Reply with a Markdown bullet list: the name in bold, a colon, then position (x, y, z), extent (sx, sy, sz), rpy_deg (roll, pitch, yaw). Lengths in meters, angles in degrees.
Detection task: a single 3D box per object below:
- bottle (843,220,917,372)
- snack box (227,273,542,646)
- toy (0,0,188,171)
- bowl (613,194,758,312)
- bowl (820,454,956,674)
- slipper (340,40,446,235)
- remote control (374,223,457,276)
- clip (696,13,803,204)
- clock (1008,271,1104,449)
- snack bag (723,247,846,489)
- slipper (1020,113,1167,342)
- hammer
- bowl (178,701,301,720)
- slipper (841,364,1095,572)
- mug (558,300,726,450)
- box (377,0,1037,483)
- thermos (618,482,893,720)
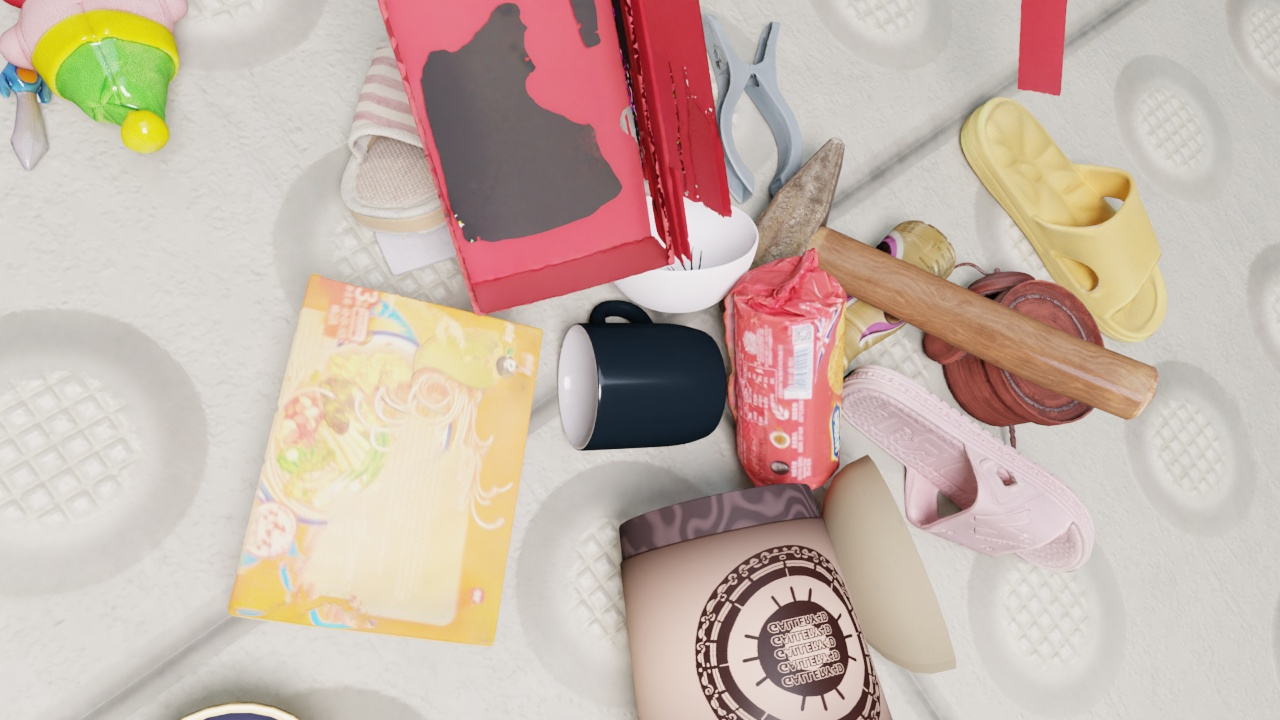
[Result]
- **bottle**: position (0.179, -0.039, 0.726), extent (0.059, 0.060, 0.165), rpy_deg (46, 74, -5)
- **snack box**: position (-0.152, 0.064, 0.556), extent (0.145, 0.081, 0.195), rpy_deg (13, 71, -18)
- **toy**: position (-0.328, -0.182, 0.549), extent (0.124, 0.097, 0.131), rpy_deg (-22, 105, -18)
- **bowl**: position (0.025, -0.072, 0.660), extent (0.114, 0.051, 0.114), rpy_deg (0, 37, 0)
- **bowl**: position (0.162, 0.145, 0.637), extent (0.050, 0.152, 0.152), rpy_deg (-21, 84, 6)
- **slipper**: position (-0.124, -0.201, 0.631), extent (0.115, 0.052, 0.262), rpy_deg (15, 64, 18)
- **remote control**: position (-0.119, -0.093, 0.646), extent (0.130, 0.012, 0.033), rpy_deg (-22, 83, -25)
- **clip**: position (0.106, -0.206, 0.756), extent (0.112, 0.028, 0.163), rpy_deg (-3, 79, -24)
- **clock**: position (0.305, -0.013, 0.759), extent (0.120, 0.072, 0.157), rpy_deg (-35, 92, -25)
- **snack bag**: position (0.101, 0.014, 0.642), extent (0.082, 0.082, 0.177), rpy_deg (-20, 123, -25)
- **slipper**: position (0.400, -0.136, 0.826), extent (0.263, 0.079, 0.099), rpy_deg (47, 64, -4)
- **hammer**: position (0.224, -0.044, 0.670), extent (0.301, 0.037, 0.157), rpy_deg (28, 76, 16)
- **bowl**: position (-0.222, 0.241, 0.495), extent (0.112, 0.061, 0.112), rpy_deg (5, 75, -20)
- **slipper**: position (0.242, 0.097, 0.696), extent (0.239, 0.094, 0.064), rpy_deg (38, 63, -6)
- **mug**: position (-0.004, 0.004, 0.637), extent (0.094, 0.085, 0.121), rpy_deg (0, 48, -22)
- **box**: position (-0.006, -0.094, 0.445), extent (0.197, 0.351, 0.217), rpy_deg (-17, 124, -9)
- **thermos**: position (0.071, 0.202, 0.569), extent (0.172, 0.173, 0.226), rpy_deg (-5, 72, -23)
